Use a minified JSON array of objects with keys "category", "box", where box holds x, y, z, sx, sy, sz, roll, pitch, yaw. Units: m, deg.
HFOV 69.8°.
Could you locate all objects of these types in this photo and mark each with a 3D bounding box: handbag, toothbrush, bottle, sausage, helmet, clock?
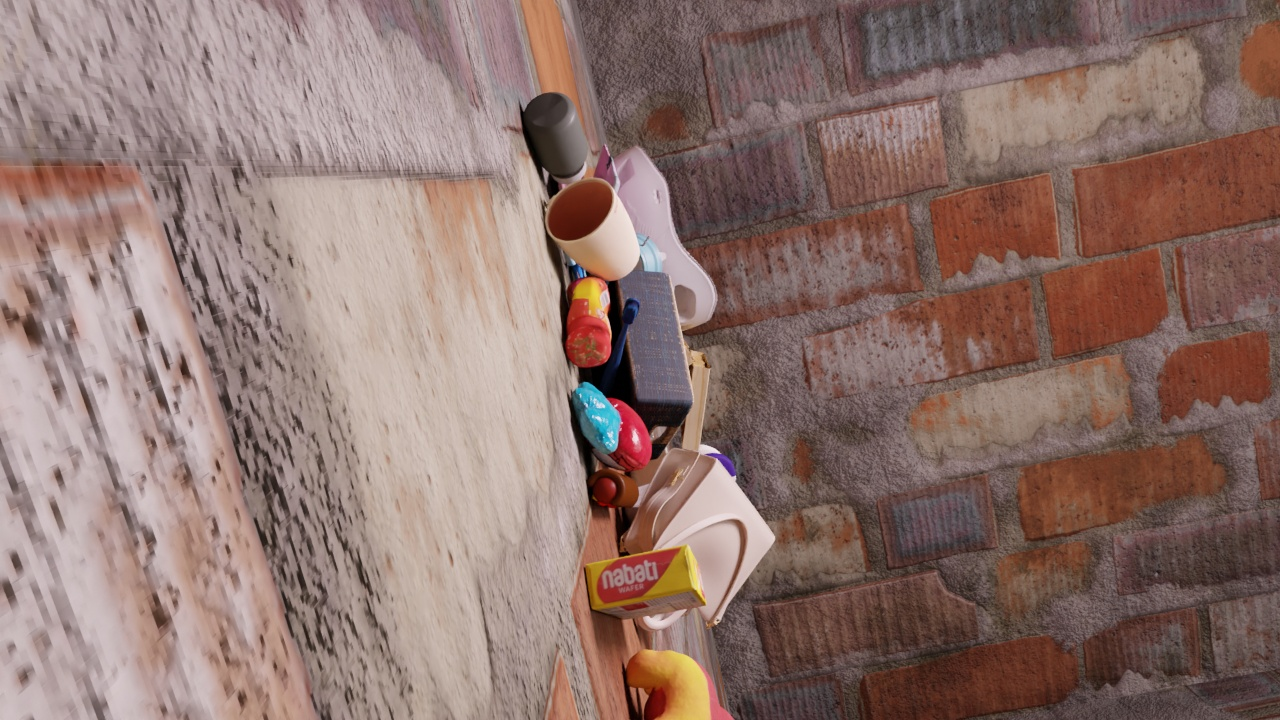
[{"category":"handbag","box":[0.056,0.238,1.108,0.197,0.101,0.194,-55,130,-23]},{"category":"toothbrush","box":[-0.029,0.003,0.999,0.190,0.016,0.017,110,-1,-47]},{"category":"bottle","box":[-0.057,-0.041,1.003,0.134,0.048,0.071,-96,177,-62]},{"category":"sausage","box":[-0.027,0.138,0.975,0.155,0.040,0.040,61,18,-79]},{"category":"bottle","box":[-0.092,-0.248,1.034,0.108,0.060,0.060,71,8,-65]},{"category":"helmet","box":[0.006,-0.177,1.359,0.224,0.183,0.282,151,-66,-78]},{"category":"clock","box":[-0.025,-0.118,1.155,0.041,0.123,0.087,-24,102,-49]}]

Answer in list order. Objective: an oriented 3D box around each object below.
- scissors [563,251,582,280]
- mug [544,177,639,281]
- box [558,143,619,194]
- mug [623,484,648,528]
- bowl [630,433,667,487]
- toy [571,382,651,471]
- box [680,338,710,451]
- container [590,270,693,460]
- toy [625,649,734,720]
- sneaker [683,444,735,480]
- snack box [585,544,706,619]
[{"category":"scissors","box":[-0.084,-0.125,1.151,0.109,0.018,0.131,-92,169,-61]},{"category":"mug","box":[-0.058,-0.148,1.039,0.111,0.085,0.104,32,-10,34]},{"category":"box","box":[-0.062,-0.227,1.205,0.232,0.080,0.099,-104,179,-66]},{"category":"mug","box":[0.039,0.215,1.217,0.119,0.083,0.096,-23,106,-41]},{"category":"bowl","box":[0.019,0.197,1.342,0.176,0.058,0.176,9,73,-90]},{"category":"toy","box":[-0.033,0.071,0.947,0.092,0.062,0.133,49,4,35]},{"category":"box","box":[0.047,0.031,1.411,0.179,0.142,0.248,40,6,-2]},{"category":"container","box":[-0.006,0.006,1.088,0.146,0.071,0.187,118,-31,-52]},{"category":"toy","box":[0.048,0.386,0.928,0.147,0.099,0.216,-88,163,-44]},{"category":"sneaker","box":[0.091,0.235,1.375,0.111,0.091,0.244,-131,-143,-66]},{"category":"snack box","box":[0.011,0.215,0.871,0.201,0.092,0.042,69,10,-70]}]
